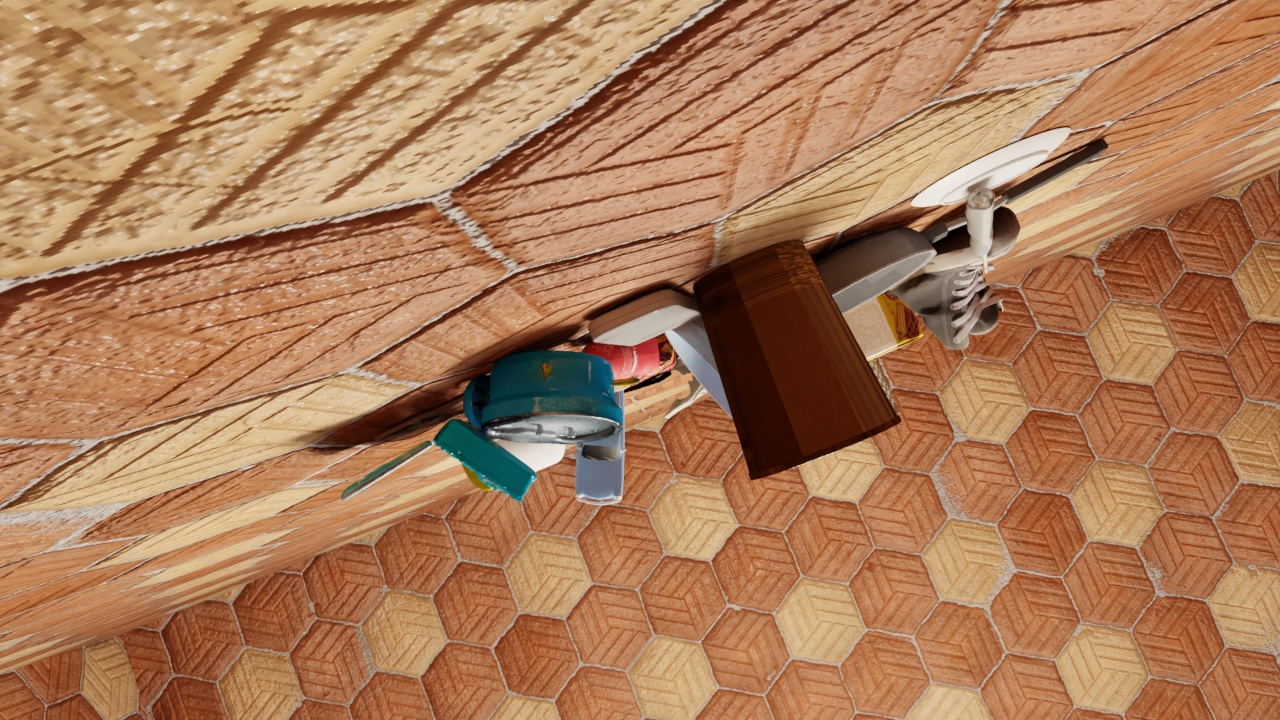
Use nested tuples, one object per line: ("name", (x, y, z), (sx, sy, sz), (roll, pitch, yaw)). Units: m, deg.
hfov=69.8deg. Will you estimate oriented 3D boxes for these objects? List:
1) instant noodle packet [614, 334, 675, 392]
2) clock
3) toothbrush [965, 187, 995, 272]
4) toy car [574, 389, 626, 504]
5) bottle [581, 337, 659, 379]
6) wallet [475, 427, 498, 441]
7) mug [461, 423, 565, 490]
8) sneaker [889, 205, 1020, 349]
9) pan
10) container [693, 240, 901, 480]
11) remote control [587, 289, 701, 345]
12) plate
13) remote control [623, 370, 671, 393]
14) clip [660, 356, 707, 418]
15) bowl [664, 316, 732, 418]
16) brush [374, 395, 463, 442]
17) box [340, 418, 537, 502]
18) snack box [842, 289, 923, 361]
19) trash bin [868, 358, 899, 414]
("instant noodle packet", (-0.006, 0.006, 1.009), (0.098, 0.039, 0.135), (-26, 175, 2))
("clock", (-0.085, 0.036, 0.775), (0.116, 0.060, 0.162), (10, 162, -38))
("toothbrush", (0.314, -0.111, 0.842), (0.024, 0.022, 0.185), (-21, 159, 15))
("toy car", (-0.047, 0.092, 1.081), (0.056, 0.153, 0.055), (3, 161, -5))
("bottle", (-0.024, -0.002, 0.857), (0.042, 0.042, 0.141), (-25, 173, 26))
("wallet", (-0.119, 0.056, 1.013), (0.131, 0.054, 0.100), (-15, 171, -14))
("mug", (-0.158, 0.105, 1.128), (0.106, 0.082, 0.083), (-17, 172, -42))
("sneaker", (0.367, -0.087, 1.020), (0.095, 0.120, 0.235), (-41, 178, -18))
("pan", (0.277, -0.121, 0.888), (0.357, 0.041, 0.178), (-28, 170, 9))
("container", (0.122, -0.003, 0.766), (0.132, 0.167, 0.132), (-22, 174, -3))
("remote control", (0.006, -0.036, 0.771), (0.074, 0.019, 0.151), (-23, 174, 12))
("plate", (0.294, -0.156, 0.768), (0.134, 0.011, 0.134), (-22, 174, -3))
("remote control", (-0.015, 0.037, 1.284), (0.140, 0.009, 0.030), (-18, -171, 43))
("clip", (0.080, 0.005, 1.280), (0.151, 0.104, 0.127), (-53, -174, -20))
("bowl", (0.098, 0.000, 0.894), (0.074, 0.150, 0.150), (-41, 175, -5))
("brush", (-0.191, 0.053, 0.876), (0.136, 0.015, 0.049), (-25, 174, 26))
("box", (-0.191, 0.094, 0.880), (0.171, 0.084, 0.227), (3, 174, -13))
("snack box", (0.290, -0.057, 1.159), (0.061, 0.105, 0.084), (-17, 172, -40))
("trash bin", (0.242, 0.014, 1.249), (0.156, 0.183, 0.156), (-22, 174, -3))
